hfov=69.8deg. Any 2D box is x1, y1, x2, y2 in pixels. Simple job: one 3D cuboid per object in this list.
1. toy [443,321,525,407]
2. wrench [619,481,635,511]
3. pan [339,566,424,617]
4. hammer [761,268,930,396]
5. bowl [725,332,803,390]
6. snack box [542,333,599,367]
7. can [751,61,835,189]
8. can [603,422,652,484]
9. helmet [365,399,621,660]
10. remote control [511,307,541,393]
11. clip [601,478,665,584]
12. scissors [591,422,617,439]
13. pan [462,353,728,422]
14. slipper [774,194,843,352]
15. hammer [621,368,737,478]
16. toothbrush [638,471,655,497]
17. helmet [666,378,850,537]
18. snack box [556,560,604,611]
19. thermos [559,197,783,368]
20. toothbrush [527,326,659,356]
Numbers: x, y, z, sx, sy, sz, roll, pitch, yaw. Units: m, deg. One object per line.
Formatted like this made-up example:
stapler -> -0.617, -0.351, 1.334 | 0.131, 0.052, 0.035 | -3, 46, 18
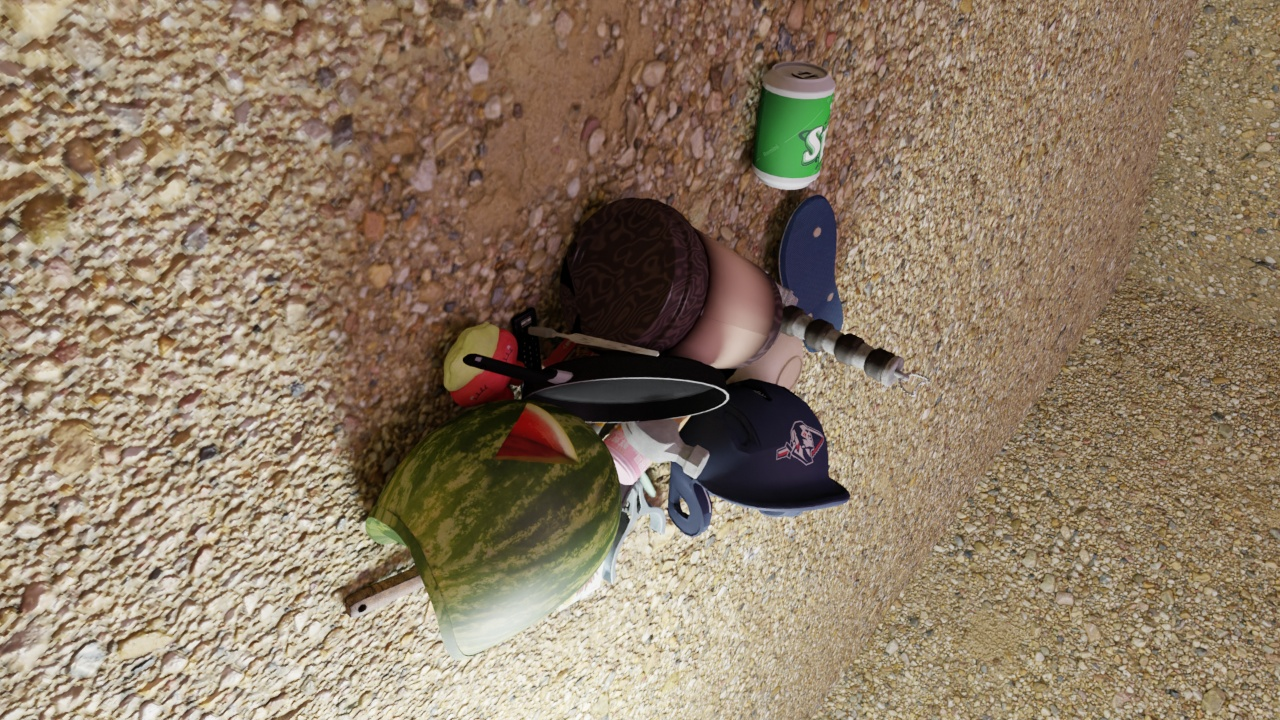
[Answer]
toy -> -0.159, 0.010, 0.953 | 0.091, 0.045, 0.135 | -52, 153, -9
wrench -> -0.022, 0.172, 1.232 | 0.073, 0.018, 0.272 | 41, 65, -30
pan -> -0.185, 0.222, 1.084 | 0.355, 0.040, 0.208 | -23, 125, -41
hammer -> 0.221, -0.036, 1.168 | 0.176, 0.326, 0.079 | 23, 96, -57
bowl -> 0.201, 0.009, 1.413 | 0.150, 0.075, 0.151 | -34, 140, -34
snack box -> -0.053, -0.017, 1.097 | 0.132, 0.021, 0.089 | -50, 146, -16
can -> 0.189, -0.292, 1.142 | 0.087, 0.088, 0.140 | -30, 137, -38
can -> -0.012, 0.114, 1.193 | 0.076, 0.067, 0.067 | -45, 145, -23
helmet -> -0.134, 0.152, 0.934 | 0.246, 0.213, 0.244 | -28, 151, -30
remote control -> -0.125, 0.003, 1.028 | 0.030, 0.009, 0.140 | -34, 140, -34
clip -> -0.015, 0.259, 1.357 | 0.165, 0.032, 0.164 | -64, 149, -5
scissors -> -0.007, 0.007, 1.156 | 0.225, 0.016, 0.230 | -53, 160, -4
pan -> -0.053, 0.021, 0.950 | 0.355, 0.226, 0.034 | 19, 64, -54
slipper -> 0.247, -0.125, 1.383 | 0.118, 0.060, 0.295 | -43, 139, -18
hammer -> 0.087, 0.030, 1.229 | 0.327, 0.131, 0.039 | -44, 159, -48
toothbrush -> 0.000, 0.158, 1.316 | 0.155, 0.015, 0.022 | 67, 28, -51
helmet -> 0.169, 0.142, 1.298 | 0.231, 0.272, 0.223 | -2, 111, -40
snack box -> -0.083, 0.274, 1.286 | 0.081, 0.026, 0.150 | -21, 131, -45
thermos -> 0.046, -0.071, 1.027 | 0.225, 0.173, 0.173 | 14, 104, -48
toothbrush -> -0.052, -0.019, 0.934 | 0.010, 0.182, 0.010 | -7, 104, -47
